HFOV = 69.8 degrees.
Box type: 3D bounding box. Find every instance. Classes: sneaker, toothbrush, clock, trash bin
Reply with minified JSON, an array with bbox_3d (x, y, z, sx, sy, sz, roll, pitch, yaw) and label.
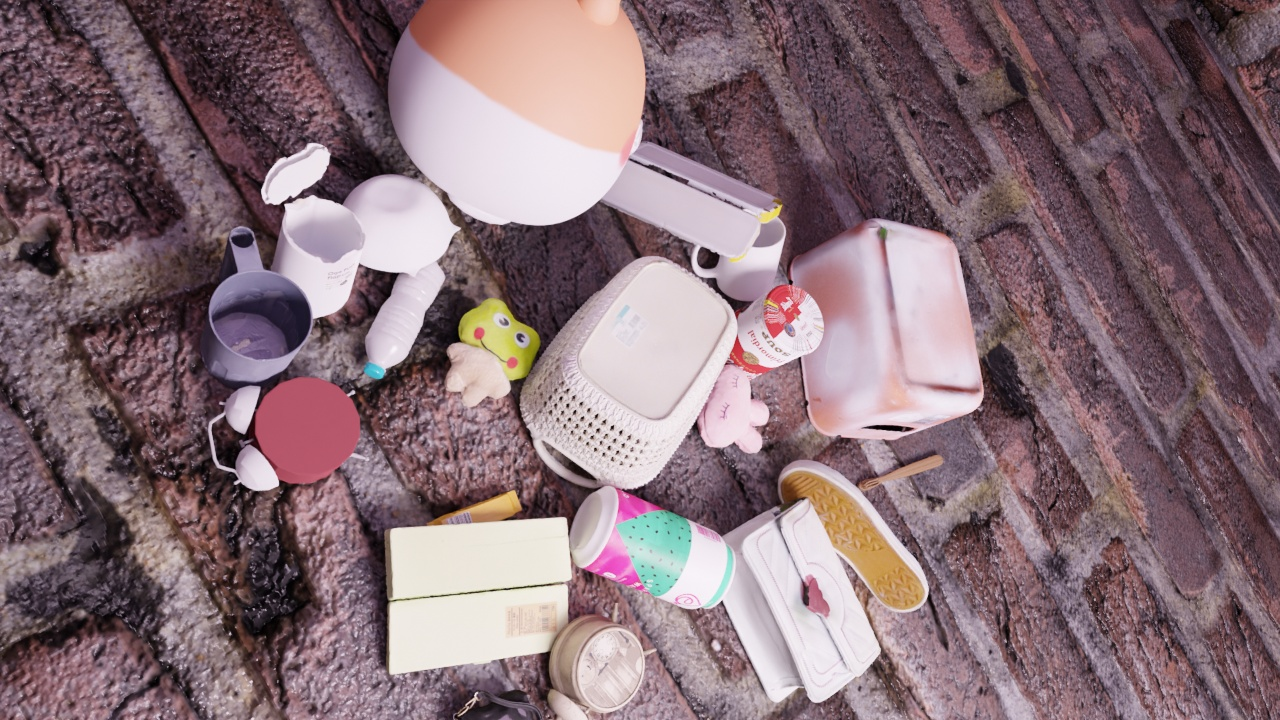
[{"bbox_3d":[0.266,0.203,1.133,0.235,0.088,0.079,45,24,-5],"label":"sneaker"},{"bbox_3d":[0.353,0.151,1.236,0.166,0.016,0.016,-11,80,-34],"label":"toothbrush"},{"bbox_3d":[-0.321,0.066,0.843,0.137,0.048,0.096,-8,78,-33],"label":"clock"},{"bbox_3d":[0.322,-0.042,1.200,0.181,0.158,0.259,6,69,-29],"label":"trash bin"},{"bbox_3d":[-0.049,0.316,0.906,0.140,0.055,0.093,-47,112,-29],"label":"clock"}]

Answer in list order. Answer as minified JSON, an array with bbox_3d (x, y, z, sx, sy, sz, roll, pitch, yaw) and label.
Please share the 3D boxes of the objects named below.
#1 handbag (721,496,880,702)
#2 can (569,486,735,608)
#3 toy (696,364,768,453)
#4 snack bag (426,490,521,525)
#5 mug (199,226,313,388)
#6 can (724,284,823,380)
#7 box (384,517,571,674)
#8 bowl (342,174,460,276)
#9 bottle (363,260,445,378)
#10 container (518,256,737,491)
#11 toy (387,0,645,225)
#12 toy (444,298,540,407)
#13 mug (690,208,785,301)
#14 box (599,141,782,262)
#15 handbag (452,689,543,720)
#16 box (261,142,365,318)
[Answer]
[{"bbox_3d":[0.181,0.270,1.042,0.141,0.096,0.198,-23,84,-35],"label":"handbag"},{"bbox_3d":[0.012,0.200,0.970,0.166,0.088,0.088,26,61,-21],"label":"can"},{"bbox_3d":[0.113,0.064,1.106,0.105,0.053,0.108,36,56,-33],"label":"toy"},{"bbox_3d":[-0.166,0.157,0.920,0.099,0.020,0.026,-19,89,-34],"label":"snack bag"},{"bbox_3d":[-0.354,-0.043,0.827,0.083,0.104,0.124,-14,80,-33],"label":"mug"},{"bbox_3d":[0.153,-0.033,1.119,0.086,0.117,0.086,11,68,-28],"label":"can"},{"bbox_3d":[-0.153,0.225,0.889,0.187,0.030,0.138,4,79,-31],"label":"box"},{"bbox_3d":[-0.250,-0.149,0.933,0.114,0.051,0.114,7,52,-9],"label":"bowl"},{"bbox_3d":[-0.243,-0.043,0.930,0.044,0.044,0.136,30,60,-19],"label":"bottle"},{"bbox_3d":[-0.006,0.006,0.995,0.185,0.144,0.250,35,57,0],"label":"container"},{"bbox_3d":[-0.114,-0.281,0.946,0.265,0.281,0.262,22,27,-28],"label":"toy"},{"bbox_3d":[-0.161,-0.005,0.967,0.092,0.043,0.117,43,59,-13],"label":"toy"},{"bbox_3d":[0.118,-0.132,1.144,0.110,0.091,0.073,1,50,-4],"label":"mug"},{"bbox_3d":[0.059,-0.201,1.115,0.210,0.046,0.127,28,56,17],"label":"box"},{"bbox_3d":[-0.129,0.369,0.849,0.079,0.054,0.128,-9,80,-29],"label":"handbag"},{"bbox_3d":[-0.303,-0.115,0.850,0.084,0.166,0.094,-31,79,-40],"label":"box"}]
